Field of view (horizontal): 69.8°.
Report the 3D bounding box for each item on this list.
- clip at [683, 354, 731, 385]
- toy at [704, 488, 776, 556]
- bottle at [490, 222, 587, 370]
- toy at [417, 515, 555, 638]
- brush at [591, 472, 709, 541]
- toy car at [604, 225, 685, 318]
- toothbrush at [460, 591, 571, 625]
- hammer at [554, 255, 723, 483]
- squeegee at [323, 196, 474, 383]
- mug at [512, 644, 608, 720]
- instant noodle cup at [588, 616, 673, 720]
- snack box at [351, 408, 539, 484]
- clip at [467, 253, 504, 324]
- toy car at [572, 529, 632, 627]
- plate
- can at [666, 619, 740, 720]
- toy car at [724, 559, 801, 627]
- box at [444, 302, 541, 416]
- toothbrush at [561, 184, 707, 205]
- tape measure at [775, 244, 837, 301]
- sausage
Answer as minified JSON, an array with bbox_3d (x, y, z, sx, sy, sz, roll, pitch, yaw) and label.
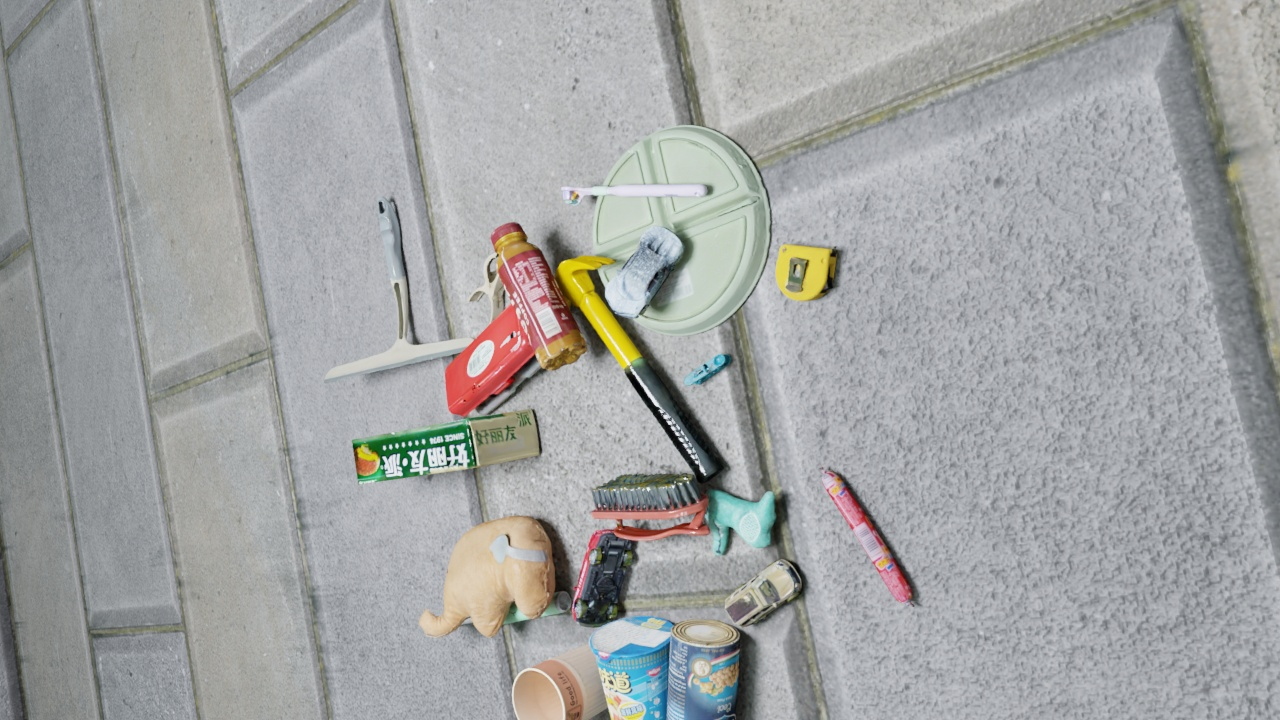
[{"bbox_3d":[0.073,0.010,0.983,0.056,0.041,0.014,-34,74,27],"label":"clip"},{"bbox_3d":[0.102,0.170,0.969,0.092,0.030,0.096,19,112,40],"label":"toy"},{"bbox_3d":[-0.121,-0.076,1.047,0.058,0.057,0.175,-37,71,33],"label":"bottle"},{"bbox_3d":[-0.197,0.276,1.163,0.227,0.082,0.143,-30,54,32],"label":"toy"},{"bbox_3d":[0.016,0.161,1.001,0.146,0.063,0.069,-9,99,45],"label":"brush"},{"bbox_3d":[0.003,-0.093,0.968,0.049,0.031,0.105,35,93,15],"label":"toy car"},{"bbox_3d":[-0.175,0.328,1.192,0.225,0.026,0.027,-22,85,37],"label":"toothbrush"},{"bbox_3d":[-0.006,0.006,1.022,0.300,0.032,0.129,55,144,16],"label":"hammer"},{"bbox_3d":[-0.342,-0.108,1.280,0.247,0.039,0.246,-12,80,20],"label":"squeegee"},{"bbox_3d":[-0.083,0.402,1.076,0.082,0.105,0.114,-7,89,38],"label":"mug"},{"bbox_3d":[-0.003,0.358,1.026,0.099,0.099,0.110,0,101,37],"label":"instant noodle cup"},{"bbox_3d":[-0.253,0.112,1.180,0.241,0.114,0.063,-12,87,38],"label":"snack box"},{"bbox_3d":[-0.182,-0.095,1.163,0.064,0.034,0.098,43,122,26],"label":"clip"},{"bbox_3d":[-0.046,0.253,1.073,0.045,0.053,0.120,29,106,62],"label":"toy car"},{"bbox_3d":[0.035,-0.141,0.997,0.231,0.027,0.230,3,96,38],"label":"plate"},{"bbox_3d":[0.067,0.340,0.977,0.075,0.075,0.111,7,97,37],"label":"can"},{"bbox_3d":[0.127,0.242,0.950,0.091,0.035,0.042,-44,69,29],"label":"toy car"},{"bbox_3d":[-0.171,-0.004,1.147,0.202,0.068,0.090,-38,54,41],"label":"box"},{"bbox_3d":[-0.009,-0.183,0.998,0.189,0.029,0.021,5,59,36],"label":"toothbrush"},{"bbox_3d":[0.160,-0.087,0.904,0.060,0.028,0.057,13,101,36],"label":"tape measure"},{"bbox_3d":[0.218,0.168,0.884,0.020,0.020,0.155,-42,69,32],"label":"sausage"}]
